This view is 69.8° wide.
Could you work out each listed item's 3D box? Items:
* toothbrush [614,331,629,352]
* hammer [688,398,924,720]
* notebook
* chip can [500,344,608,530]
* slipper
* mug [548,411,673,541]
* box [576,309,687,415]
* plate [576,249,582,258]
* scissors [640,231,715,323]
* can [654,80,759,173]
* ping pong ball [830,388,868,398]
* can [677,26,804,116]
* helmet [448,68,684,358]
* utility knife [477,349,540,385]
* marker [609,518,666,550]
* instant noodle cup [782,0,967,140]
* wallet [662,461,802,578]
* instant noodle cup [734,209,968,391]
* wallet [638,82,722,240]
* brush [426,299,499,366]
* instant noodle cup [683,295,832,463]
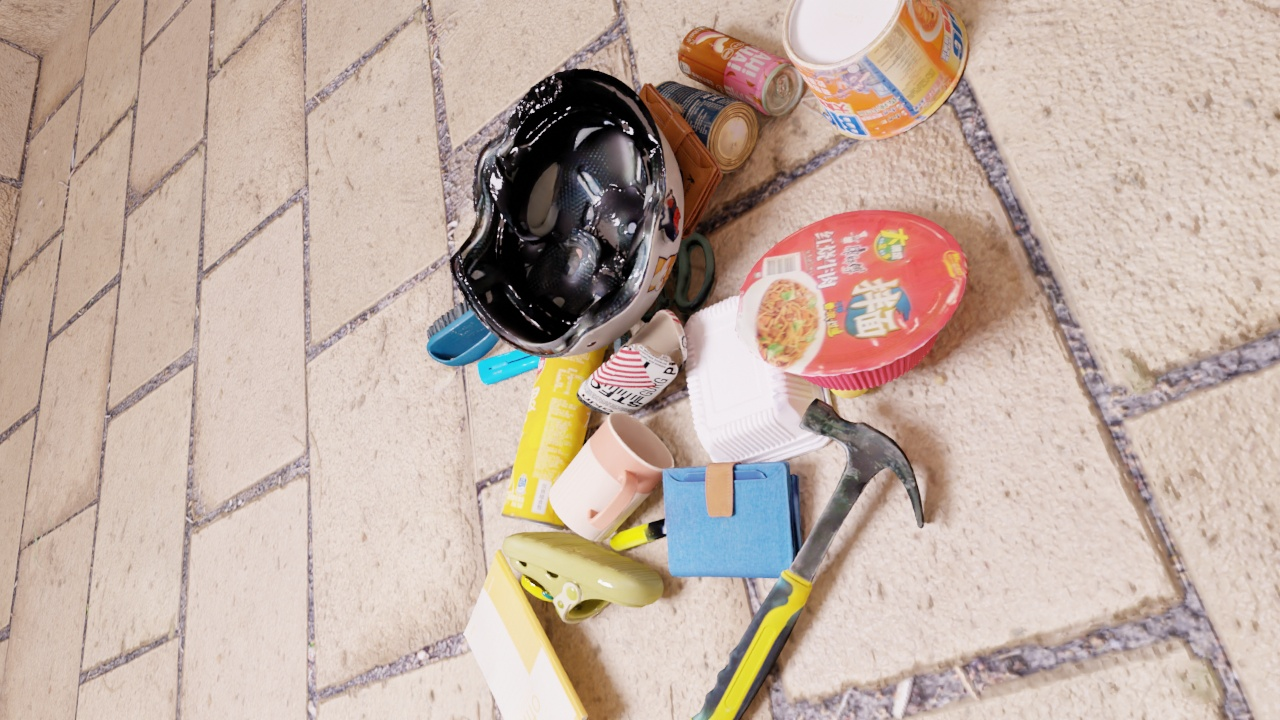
[{"bbox_3d":[-0.021,-0.091,1.028,0.016,0.018,0.191,-14,66,34],"label":"toothbrush"},{"bbox_3d":[0.127,0.201,0.776,0.126,0.031,0.323,29,101,15],"label":"hammer"},{"bbox_3d":[-0.123,0.318,0.939,0.206,0.010,0.146,53,132,37],"label":"notebook"},{"bbox_3d":[-0.092,0.072,0.994,0.072,0.072,0.213,5,78,40],"label":"chip can"},{"bbox_3d":[-0.065,0.222,0.910,0.191,0.091,0.081,9,85,39],"label":"slipper"},{"bbox_3d":[-0.030,0.123,0.907,0.106,0.081,0.114,-50,16,17],"label":"mug"},{"bbox_3d":[-0.002,0.003,0.921,0.163,0.076,0.087,-47,19,58],"label":"box"},{"bbox_3d":[-0.090,-0.171,1.092,0.230,0.028,0.229,-19,56,31],"label":"plate"},{"bbox_3d":[0.048,-0.126,0.984,0.130,0.019,0.185,8,81,40],"label":"scissors"},{"bbox_3d":[0.062,-0.249,0.977,0.111,0.075,0.075,32,95,41],"label":"can"},{"bbox_3d":[0.184,0.014,0.809,0.040,0.040,0.040,-14,66,35],"label":"ping pong ball"},{"bbox_3d":[0.104,-0.309,0.976,0.147,0.058,0.058,40,101,40],"label":"can"},{"bbox_3d":[-0.050,-0.134,0.923,0.230,0.156,0.274,23,97,29],"label":"helmet"},{"bbox_3d":[-0.134,-0.003,1.090,0.160,0.018,0.034,-17,64,33],"label":"utility knife"},{"bbox_3d":[0.023,0.166,0.907,0.124,0.015,0.018,-24,65,28],"label":"marker"},{"bbox_3d":[0.209,-0.297,0.850,0.152,0.111,0.151,-15,66,35],"label":"instant noodle cup"},{"bbox_3d":[0.082,0.146,0.841,0.133,0.040,0.106,-7,82,33],"label":"wallet"},{"bbox_3d":[0.181,-0.043,0.784,0.194,0.066,0.193,-15,45,15],"label":"instant noodle cup"},{"bbox_3d":[0.027,-0.207,0.953,0.131,0.031,0.108,54,142,20],"label":"wallet"},{"bbox_3d":[-0.209,-0.036,1.138,0.144,0.055,0.073,-30,57,28],"label":"brush"},{"bbox_3d":[0.099,0.012,0.869,0.138,0.060,0.173,-23,60,32],"label":"instant noodle cup"}]
